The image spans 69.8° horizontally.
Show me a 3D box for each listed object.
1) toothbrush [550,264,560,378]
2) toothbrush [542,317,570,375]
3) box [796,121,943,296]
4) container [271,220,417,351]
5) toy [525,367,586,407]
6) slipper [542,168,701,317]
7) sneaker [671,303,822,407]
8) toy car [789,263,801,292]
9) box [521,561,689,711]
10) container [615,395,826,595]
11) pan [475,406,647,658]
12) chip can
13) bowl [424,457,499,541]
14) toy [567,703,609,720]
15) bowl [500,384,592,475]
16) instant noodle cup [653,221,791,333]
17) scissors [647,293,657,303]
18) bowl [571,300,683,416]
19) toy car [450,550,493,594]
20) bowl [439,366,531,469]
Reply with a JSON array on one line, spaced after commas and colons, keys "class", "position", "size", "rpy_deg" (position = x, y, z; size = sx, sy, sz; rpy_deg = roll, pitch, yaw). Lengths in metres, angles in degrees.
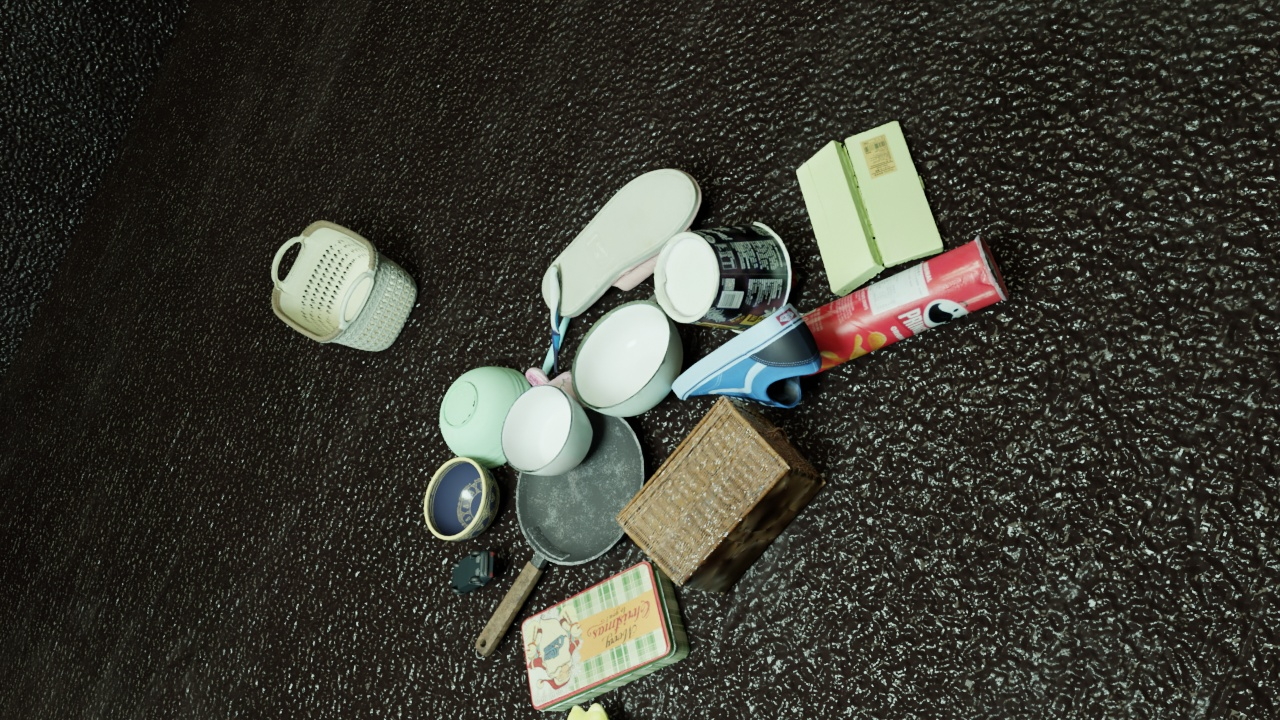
[{"class": "toothbrush", "position": [-0.112, -0.037, 1.256], "size": [0.017, 0.016, 0.189], "rpy_deg": [-2, 91, 24]}, {"class": "toothbrush", "position": [-0.100, -0.062, 1.294], "size": [0.016, 0.016, 0.180], "rpy_deg": [21, 86, 38]}, {"class": "box", "position": [0.260, -0.181, 1.064], "size": [0.141, 0.044, 0.187], "rpy_deg": [-22, 60, 25]}, {"class": "container", "position": [-0.489, -0.116, 1.518], "size": [0.246, 0.142, 0.184], "rpy_deg": [26, 88, 40]}, {"class": "toy", "position": [-0.111, 0.045, 1.226], "size": [0.110, 0.047, 0.063], "rpy_deg": [6, 102, 26]}, {"class": "slipper", "position": [-0.025, -0.154, 1.240], "size": [0.275, 0.054, 0.114], "rpy_deg": [-36, 70, 25]}, {"class": "sneaker", "position": [0.117, 0.025, 1.023], "size": [0.098, 0.083, 0.242], "rpy_deg": [57, 150, 2]}, {"class": "toy car", "position": [0.159, -0.118, 1.115], "size": [0.042, 0.036, 0.091], "rpy_deg": [-36, 60, 19]}, {"class": "box", "position": [-0.047, 0.325, 1.077], "size": [0.206, 0.050, 0.117], "rpy_deg": [-29, 58, 23]}, {"class": "container", "position": [0.090, 0.151, 1.004], "size": [0.199, 0.113, 0.112], "rpy_deg": [-51, 54, 10]}, {"class": "pan", "position": [-0.110, 0.227, 1.170], "size": [0.208, 0.040, 0.357], "rpy_deg": [32, 93, 40]}, {"class": "chip can", "position": [0.265, -0.052, 0.985], "size": [0.234, 0.073, 0.073], "rpy_deg": [-24, 59, 27]}, {"class": "bowl", "position": [-0.234, 0.194, 1.257], "size": [0.113, 0.061, 0.112], "rpy_deg": [-14, 64, 31]}, {"class": "toy", "position": [-0.047, 0.460, 1.012], "size": [0.171, 0.064, 0.154], "rpy_deg": [-20, 67, 29]}, {"class": "bowl", "position": [-0.113, 0.094, 1.161], "size": [0.117, 0.065, 0.116], "rpy_deg": [-15, 63, 31]}, {"class": "instant noodle cup", "position": [0.090, -0.098, 1.077], "size": [0.137, 0.112, 0.137], "rpy_deg": [4, 96, 48]}, {"class": "scissors", "position": [-0.015, -0.040, 1.223], "size": [0.171, 0.014, 0.094], "rpy_deg": [-24, 57, 30]}, {"class": "bowl", "position": [-0.007, 0.007, 1.150], "size": [0.154, 0.073, 0.153], "rpy_deg": [-24, 48, 29]}, {"class": "toy car", "position": [-0.222, 0.282, 1.219], "size": [0.112, 0.034, 0.046], "rpy_deg": [-36, 49, 50]}, {"class": "bowl", "position": [-0.229, 0.073, 1.294], "size": [0.151, 0.077, 0.150], "rpy_deg": [-15, 64, 32]}]
